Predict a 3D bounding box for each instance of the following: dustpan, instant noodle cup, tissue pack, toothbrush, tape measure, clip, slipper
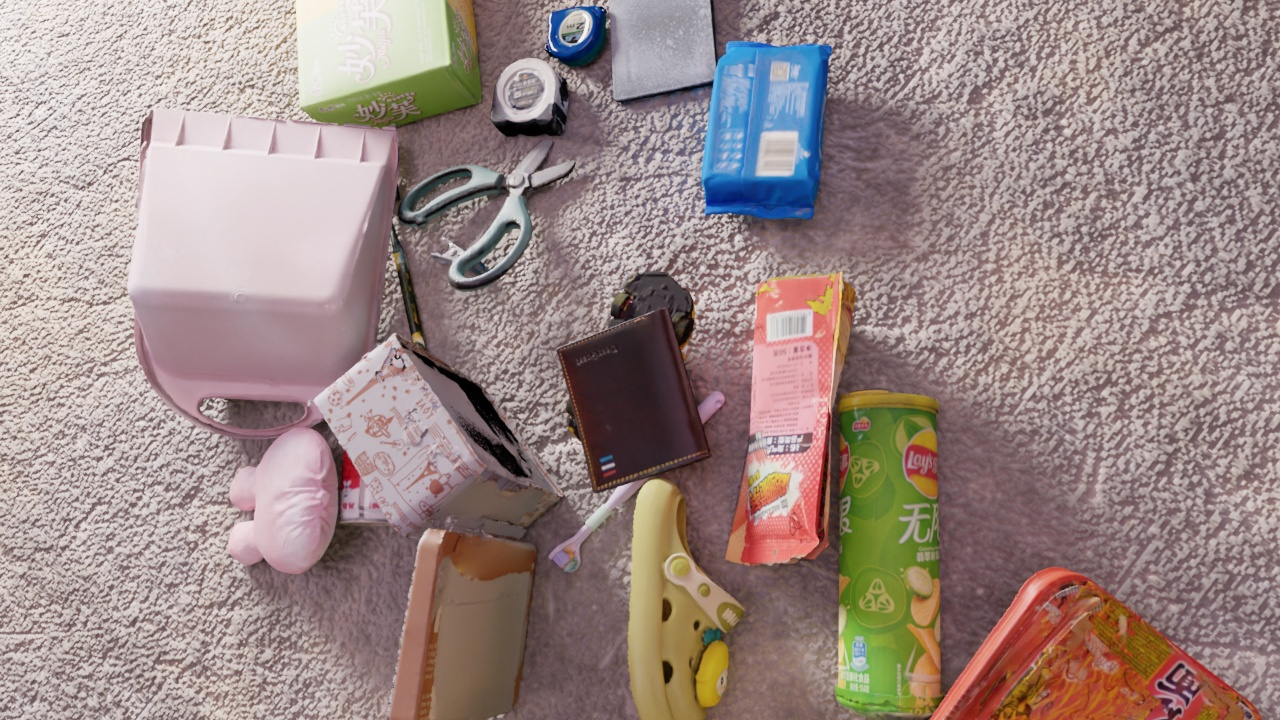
[{"bbox_3d":[-0.341,-0.079,0.824,0.222,0.139,0.272,5,57,-8],"label":"dustpan"},{"bbox_3d":[0.262,0.229,0.565,0.189,0.079,0.164,37,88,-8],"label":"instant noodle cup"},{"bbox_3d":[0.104,-0.189,0.751,0.095,0.052,0.157,5,78,15],"label":"tissue pack"},{"bbox_3d":[-0.215,-0.084,0.841,0.017,0.012,0.185,-16,72,1],"label":"toothbrush"},{"bbox_3d":[-0.058,-0.296,0.840,0.058,0.025,0.054,0,77,25],"label":"tape measure"},{"bbox_3d":[0.000,0.094,0.730,0.189,0.029,0.021,-47,33,0],"label":"toothbrush"},{"bbox_3d":[-0.099,-0.238,0.833,0.066,0.033,0.066,6,81,16],"label":"tape measure"},{"bbox_3d":[-0.162,-0.091,0.821,0.057,0.025,0.029,28,82,25],"label":"clip"},{"bbox_3d":[0.034,0.178,0.664,0.082,0.091,0.190,-5,72,13],"label":"slipper"}]

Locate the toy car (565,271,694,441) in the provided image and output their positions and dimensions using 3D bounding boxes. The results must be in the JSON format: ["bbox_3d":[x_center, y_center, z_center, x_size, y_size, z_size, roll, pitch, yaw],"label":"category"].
[{"bbox_3d":[-0.004,0.004,0.740,0.071,0.041,0.156,22,89,17],"label":"toy car"}]

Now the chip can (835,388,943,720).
[{"bbox_3d":[0.173,0.134,0.641,0.073,0.072,0.221,-1,77,16],"label":"chip can"}]

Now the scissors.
[{"bbox_3d":[-0.147,-0.142,0.821,0.179,0.019,0.172,19,69,26],"label":"scissors"}]

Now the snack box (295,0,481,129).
[{"bbox_3d":[-0.243,-0.333,0.879,0.158,0.070,0.209,-11,73,13],"label":"snack box"}]

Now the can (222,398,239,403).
[{"bbox_3d":[-0.370,-0.038,0.850,0.058,0.058,0.146,18,82,20],"label":"can"}]

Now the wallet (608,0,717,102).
[{"bbox_3d":[0.019,-0.293,0.821,0.097,0.019,0.120,-6,76,17],"label":"wallet"}]

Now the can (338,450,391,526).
[{"bbox_3d":[-0.225,0.073,0.783,0.053,0.053,0.132,-3,76,16],"label":"can"}]

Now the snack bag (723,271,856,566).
[{"bbox_3d":[0.108,0.044,0.666,0.073,0.129,0.207,14,75,-17],"label":"snack bag"}]

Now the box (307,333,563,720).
[{"bbox_3d":[-0.132,0.126,0.677,0.124,0.179,0.273,-18,71,9],"label":"box"}]

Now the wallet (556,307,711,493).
[{"bbox_3d":[-0.007,0.031,0.706,0.096,0.020,0.122,-19,75,12],"label":"wallet"}]

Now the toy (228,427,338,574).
[{"bbox_3d":[-0.306,0.122,0.782,0.160,0.054,0.121,-16,71,40],"label":"toy"}]
